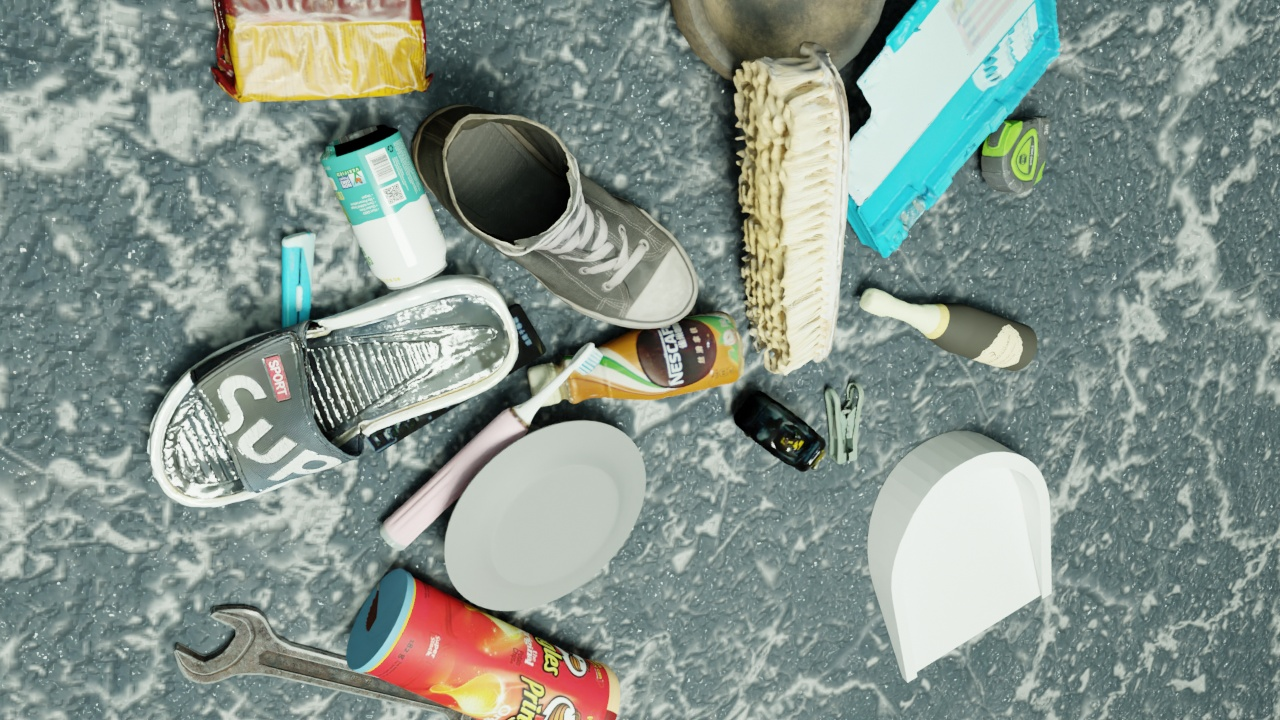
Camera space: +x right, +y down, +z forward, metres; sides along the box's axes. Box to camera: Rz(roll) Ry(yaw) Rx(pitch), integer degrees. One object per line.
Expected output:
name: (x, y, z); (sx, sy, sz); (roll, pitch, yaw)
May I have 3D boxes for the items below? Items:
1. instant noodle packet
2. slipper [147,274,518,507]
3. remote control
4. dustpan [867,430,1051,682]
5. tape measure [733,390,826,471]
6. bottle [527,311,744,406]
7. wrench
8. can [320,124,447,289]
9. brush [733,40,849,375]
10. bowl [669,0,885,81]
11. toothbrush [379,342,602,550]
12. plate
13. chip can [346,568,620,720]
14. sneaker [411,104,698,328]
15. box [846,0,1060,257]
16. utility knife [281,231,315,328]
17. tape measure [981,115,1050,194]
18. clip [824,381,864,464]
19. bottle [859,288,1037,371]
instant noodle packet: (-0.203, -0.216, 0.578); (0.135, 0.040, 0.099); (-9, 110, -20)
slipper: (-0.208, 0.021, 0.627); (0.263, 0.063, 0.111); (-22, 112, -13)
remote control: (-0.146, 0.011, 0.690); (0.150, 0.022, 0.047); (-31, 117, -6)
dustpan: (0.328, 0.195, 0.915); (0.191, 0.053, 0.258); (-27, 116, -10)
tape measure: (0.116, 0.059, 0.778); (0.042, 0.072, 0.071); (-53, 146, 8)
bottle: (-0.004, 0.004, 0.721); (0.167, 0.059, 0.059); (-12, 112, -7)
wrench: (-0.233, 0.258, 0.748); (0.273, 0.010, 0.070); (25, 98, -27)
can: (-0.171, -0.103, 0.620); (0.055, 0.055, 0.102); (-24, 115, -12)
brush: (0.111, -0.099, 0.674); (0.056, 0.083, 0.272); (-20, 136, -12)
bowl: (0.090, -0.276, 0.650); (0.162, 0.070, 0.162); (-7, 110, -19)
toothbrush: (-0.113, 0.064, 0.693); (0.223, 0.027, 0.026); (-42, 122, 10)
plate: (-0.068, 0.128, 0.723); (0.178, 0.012, 0.179); (-18, 127, -27)
chip can: (-0.123, 0.251, 0.745); (0.213, 0.087, 0.087); (35, 93, -26)
sneaker: (-0.044, -0.090, 0.630); (0.234, 0.120, 0.095); (39, 91, -23)
box: (0.232, -0.208, 0.705); (0.227, 0.039, 0.181); (-50, 144, 3)
utility knife: (-0.241, -0.021, 0.645); (0.022, 0.015, 0.141); (-9, 114, -40)
tape measure: (0.321, -0.178, 0.794); (0.058, 0.036, 0.066); (-9, 108, -28)
clip: (0.184, 0.056, 0.830); (0.037, 0.023, 0.075); (-13, 114, -18)
bottle: (0.272, -0.032, 0.819); (0.184, 0.045, 0.045); (14, 102, -25)
